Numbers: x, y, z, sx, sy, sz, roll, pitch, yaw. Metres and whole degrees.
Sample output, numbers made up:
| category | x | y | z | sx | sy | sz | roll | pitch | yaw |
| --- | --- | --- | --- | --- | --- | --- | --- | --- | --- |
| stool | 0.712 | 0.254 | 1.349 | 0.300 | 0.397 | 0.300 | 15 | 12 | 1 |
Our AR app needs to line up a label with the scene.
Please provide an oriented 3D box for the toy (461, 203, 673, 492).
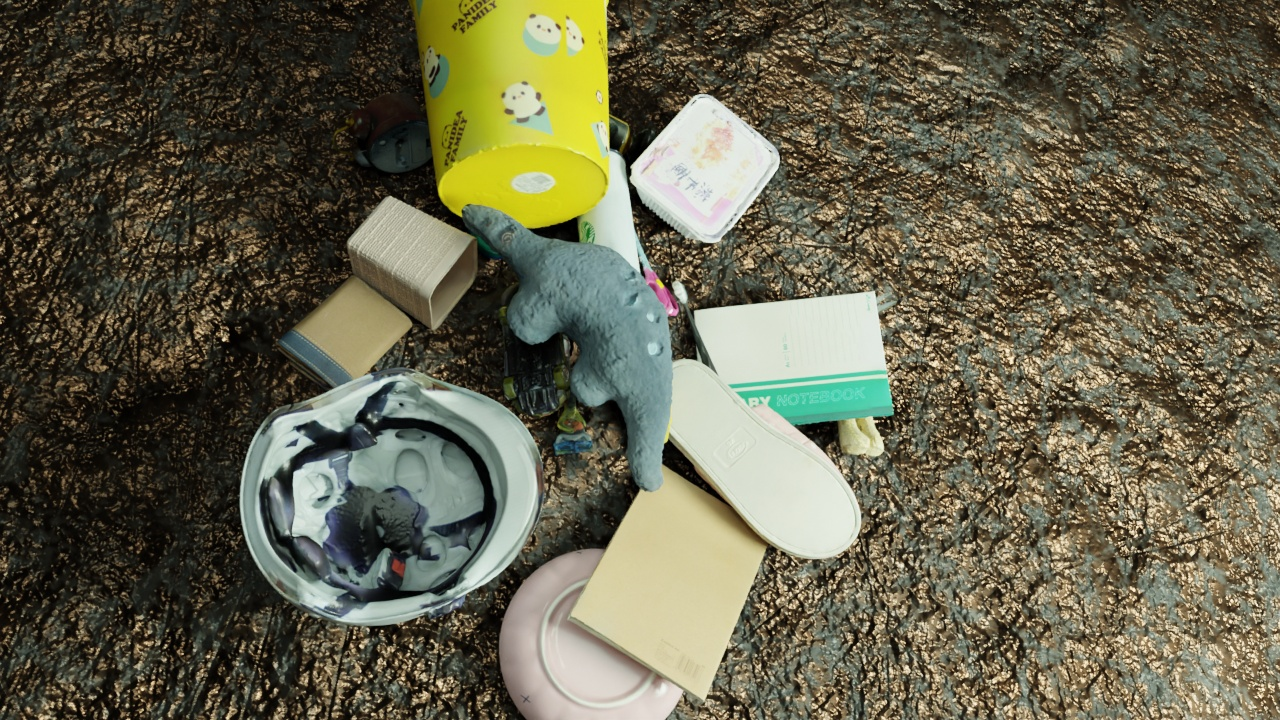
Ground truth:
| category | x | y | z | sx | sy | sz | roll | pitch | yaw |
| --- | --- | --- | --- | --- | --- | --- | --- | --- | --- |
| toy | -0.049 | -0.040 | 0.941 | 0.138 | 0.091 | 0.356 | -37 | 87 | 6 |

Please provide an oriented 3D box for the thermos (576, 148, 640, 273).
| category | x | y | z | sx | sy | sz | roll | pitch | yaw |
| --- | --- | --- | --- | --- | --- | --- | --- | --- | --- |
| thermos | -0.040 | -0.135 | 1.053 | 0.073 | 0.073 | 0.224 | -1 | 64 | -13 |

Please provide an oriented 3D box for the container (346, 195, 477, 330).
| category | x | y | z | sx | sy | sz | roll | pitch | yaw |
| --- | --- | --- | --- | --- | --- | --- | --- | --- | --- |
| container | -0.247 | -0.108 | 0.993 | 0.111 | 0.090 | 0.090 | 29 | 64 | 5 |

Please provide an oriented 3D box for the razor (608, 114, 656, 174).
| category | x | y | z | sx | sy | sz | roll | pitch | yaw |
| --- | --- | --- | --- | --- | --- | --- | --- | --- | --- |
| razor | -0.056 | -0.292 | 1.140 | 0.167 | 0.062 | 0.067 | 31 | 33 | 8 |

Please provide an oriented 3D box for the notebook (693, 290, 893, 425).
| category | x | y | z | sx | sy | sz | roll | pitch | yaw |
| --- | --- | --- | --- | --- | --- | --- | --- | --- | --- |
| notebook | 0.169 | 0.001 | 1.037 | 0.209 | 0.012 | 0.150 | -6 | 68 | 7 |

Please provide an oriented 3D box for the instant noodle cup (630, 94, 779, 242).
| category | x | y | z | sx | sy | sz | roll | pitch | yaw |
| --- | --- | --- | --- | --- | --- | --- | --- | --- | --- |
| instant noodle cup | 0.074 | -0.226 | 1.124 | 0.138 | 0.060 | 0.173 | 39 | 66 | -2 |

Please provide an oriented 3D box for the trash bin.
| category | x | y | z | sx | sy | sz | roll | pitch | yaw |
| --- | --- | --- | --- | --- | --- | --- | --- | --- | --- |
| trash bin | -0.137 | -0.300 | 1.008 | 0.229 | 0.230 | 0.255 | -2 | 72 | -13 |

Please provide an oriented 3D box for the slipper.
| category | x | y | z | sx | sy | sz | roll | pitch | yaw |
| --- | --- | --- | --- | --- | --- | --- | --- | --- | --- |
| slipper | 0.118 | 0.105 | 0.984 | 0.274 | 0.054 | 0.114 | 41 | 86 | 4 |

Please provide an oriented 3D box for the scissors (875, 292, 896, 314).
| category | x | y | z | sx | sy | sz | roll | pitch | yaw |
| --- | --- | --- | --- | --- | --- | --- | --- | --- | --- |
| scissors | 0.207 | -0.038 | 1.063 | 0.142 | 0.014 | 0.173 | 25 | 79 | 22 |

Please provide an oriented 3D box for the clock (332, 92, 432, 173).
| category | x | y | z | sx | sy | sz | roll | pitch | yaw |
| --- | --- | --- | --- | --- | --- | --- | --- | --- | --- |
| clock | -0.290 | -0.259 | 1.052 | 0.121 | 0.082 | 0.055 | -19 | 67 | -20 |

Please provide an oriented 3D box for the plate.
| category | x | y | z | sx | sy | sz | roll | pitch | yaw |
| --- | --- | --- | --- | --- | --- | --- | --- | --- | --- |
| plate | -0.040 | 0.275 | 0.894 | 0.192 | 0.039 | 0.192 | 5 | 66 | -11 |

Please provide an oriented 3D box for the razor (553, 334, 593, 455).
| category | x | y | z | sx | sy | sz | roll | pitch | yaw |
| --- | --- | --- | --- | --- | --- | --- | --- | --- | --- |
| razor | -0.079 | 0.032 | 1.003 | 0.042 | 0.022 | 0.142 | -2 | 67 | -15 |

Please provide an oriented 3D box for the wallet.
| category | x | y | z | sx | sy | sz | roll | pitch | yaw |
| --- | --- | --- | --- | --- | --- | --- | --- | --- | --- |
| wallet | -0.313 | -0.026 | 0.972 | 0.090 | 0.033 | 0.115 | 37 | 63 | 2 |

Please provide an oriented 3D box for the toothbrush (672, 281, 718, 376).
| category | x | y | z | sx | sy | sz | roll | pitch | yaw |
| --- | --- | --- | --- | --- | --- | --- | --- | --- | --- |
| toothbrush | 0.070 | -0.014 | 1.044 | 0.016 | 0.018 | 0.181 | -23 | 68 | 9 |

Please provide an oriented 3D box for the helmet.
| category | x | y | z | sx | sy | sz | roll | pitch | yaw |
| --- | --- | --- | --- | --- | --- | --- | --- | --- | --- |
| helmet | -0.230 | 0.138 | 0.855 | 0.258 | 0.146 | 0.229 | -14 | 72 | -27 |

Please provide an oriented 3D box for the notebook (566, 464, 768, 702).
| category | x | y | z | sx | sy | sz | roll | pitch | yaw |
| --- | --- | --- | --- | --- | --- | --- | --- | --- | --- |
| notebook | 0.037 | 0.213 | 0.922 | 0.149 | 0.012 | 0.210 | 32 | 47 | 1 |

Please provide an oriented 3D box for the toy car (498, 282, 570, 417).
| category | x | y | z | sx | sy | sz | roll | pitch | yaw |
| --- | --- | --- | --- | --- | --- | --- | --- | --- | --- |
| toy car | -0.114 | -0.016 | 0.998 | 0.070 | 0.042 | 0.158 | -11 | 69 | 11 |

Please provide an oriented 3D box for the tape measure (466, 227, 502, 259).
| category | x | y | z | sx | sy | sz | roll | pitch | yaw |
| --- | --- | --- | --- | --- | --- | --- | --- | --- | --- |
| tape measure | -0.166 | -0.145 | 1.060 | 0.058 | 0.025 | 0.054 | -25 | 73 | -20 |

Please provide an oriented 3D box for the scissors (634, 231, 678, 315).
| category | x | y | z | sx | sy | sz | roll | pitch | yaw |
| --- | --- | --- | --- | --- | --- | --- | --- | --- | --- |
| scissors | 0.005 | -0.111 | 1.077 | 0.064 | 0.017 | 0.135 | 13 | 47 | -54 |

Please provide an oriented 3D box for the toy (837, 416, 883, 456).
| category | x | y | z | sx | sy | sz | roll | pitch | yaw |
| --- | --- | --- | --- | --- | --- | --- | --- | --- | --- |
| toy | 0.247 | 0.038 | 1.046 | 0.105 | 0.066 | 0.157 | 10 | 58 | -14 |
